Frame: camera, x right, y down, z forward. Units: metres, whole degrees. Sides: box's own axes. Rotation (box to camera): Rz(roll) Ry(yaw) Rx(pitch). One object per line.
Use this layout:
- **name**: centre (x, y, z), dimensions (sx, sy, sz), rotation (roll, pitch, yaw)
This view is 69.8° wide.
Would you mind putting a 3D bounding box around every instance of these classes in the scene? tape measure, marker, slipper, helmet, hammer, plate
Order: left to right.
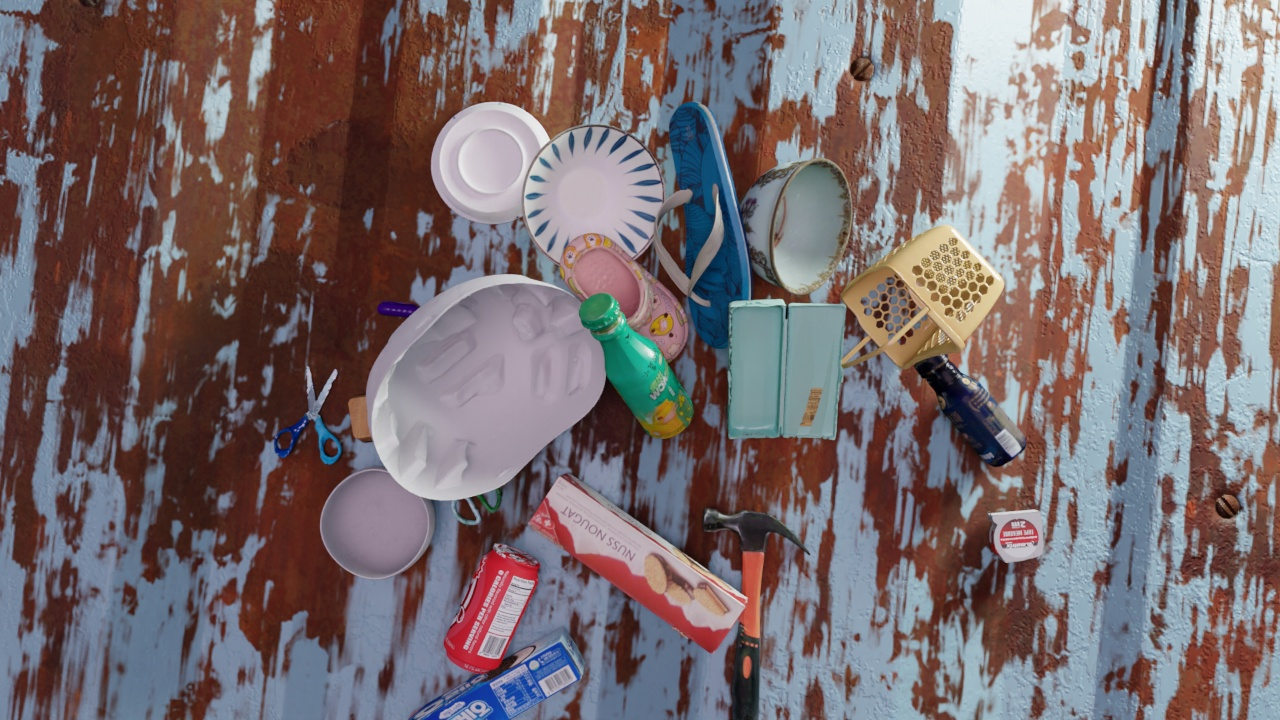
- **marker**: centre (-0.265, -0.060, 1.157), dimensions (0.134, 0.015, 0.018), rotation (6, 60, 2)
- **helmet**: centre (-0.186, 0.028, 1.042), dimensions (0.281, 0.184, 0.224), rotation (-51, 127, -31)
- **plate**: centre (-0.188, -0.251, 1.161), dimensions (0.157, 0.014, 0.157), rotation (0, 89, 1)
- **slipper**: centre (-0.012, -0.069, 1.092), dimensions (0.093, 0.081, 0.197), rotation (-42, 112, 1)
- **slipper**: centre (0.068, -0.150, 1.074), dimensions (0.060, 0.118, 0.295), rotation (-19, 106, -36)
- **hammer**: centre (0.133, 0.352, 1.128), dimensions (0.133, 0.033, 0.333), rotation (4, 89, 1)
- **tape measure**: centre (0.461, 0.214, 1.127), dimensions (0.060, 0.020, 0.062), rotation (-5, 89, 1)

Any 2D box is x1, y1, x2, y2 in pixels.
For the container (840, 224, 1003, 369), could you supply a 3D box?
- **container**: centre (0.300, -0.055, 1.060), dimensions (0.167, 0.183, 0.129), rotation (-43, 88, -7)

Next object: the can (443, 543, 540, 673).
- **can**: centre (-0.180, 0.301, 1.113), dimensions (0.074, 0.074, 0.142), rotation (25, 89, 2)

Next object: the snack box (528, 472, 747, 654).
- **snack box**: centre (-0.004, 0.243, 1.110), dimensions (0.273, 0.044, 0.077), rotation (34, 95, 8)

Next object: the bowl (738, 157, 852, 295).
- **bowl**: centre (0.170, -0.165, 1.100), dimensions (0.094, 0.159, 0.160), rotation (20, 88, 42)

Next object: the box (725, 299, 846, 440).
- **box**: centre (0.170, 0.014, 1.088), dimensions (0.136, 0.033, 0.187), rotation (-1, 122, 1)

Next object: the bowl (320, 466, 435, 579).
- **bowl**: centre (-0.316, 0.196, 1.125), dimensions (0.132, 0.064, 0.132), rotation (0, 88, 1)

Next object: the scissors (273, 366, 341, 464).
- **scissors**: centre (-0.424, 0.068, 1.157), dimensions (0.104, 0.015, 0.133), rotation (-8, 87, 2)

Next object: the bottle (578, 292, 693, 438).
- **bottle**: centre (-0.006, 0.006, 1.061), dimensions (0.068, 0.068, 0.210), rotation (-33, 131, 0)

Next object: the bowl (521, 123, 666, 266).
- **bowl**: centre (-0.063, -0.199, 1.116), dimensions (0.177, 0.071, 0.177), rotation (-5, 109, -16)

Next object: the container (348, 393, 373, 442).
- **container**: centre (-0.304, 0.064, 1.130), dimensions (0.114, 0.061, 0.063), rotation (-10, 88, 1)

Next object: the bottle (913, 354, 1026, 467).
- **bottle**: centre (0.399, 0.055, 1.116), dimensions (0.056, 0.056, 0.161), rotation (-39, 88, 0)

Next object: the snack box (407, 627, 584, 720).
- **snack box**: centre (-0.178, 0.410, 1.119), dimensions (0.226, 0.059, 0.059), rotation (-31, 92, 0)

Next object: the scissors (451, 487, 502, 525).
- **scissors**: centre (-0.232, 0.148, 1.152), dimensions (0.070, 0.014, 0.130), rotation (-40, 89, 0)
